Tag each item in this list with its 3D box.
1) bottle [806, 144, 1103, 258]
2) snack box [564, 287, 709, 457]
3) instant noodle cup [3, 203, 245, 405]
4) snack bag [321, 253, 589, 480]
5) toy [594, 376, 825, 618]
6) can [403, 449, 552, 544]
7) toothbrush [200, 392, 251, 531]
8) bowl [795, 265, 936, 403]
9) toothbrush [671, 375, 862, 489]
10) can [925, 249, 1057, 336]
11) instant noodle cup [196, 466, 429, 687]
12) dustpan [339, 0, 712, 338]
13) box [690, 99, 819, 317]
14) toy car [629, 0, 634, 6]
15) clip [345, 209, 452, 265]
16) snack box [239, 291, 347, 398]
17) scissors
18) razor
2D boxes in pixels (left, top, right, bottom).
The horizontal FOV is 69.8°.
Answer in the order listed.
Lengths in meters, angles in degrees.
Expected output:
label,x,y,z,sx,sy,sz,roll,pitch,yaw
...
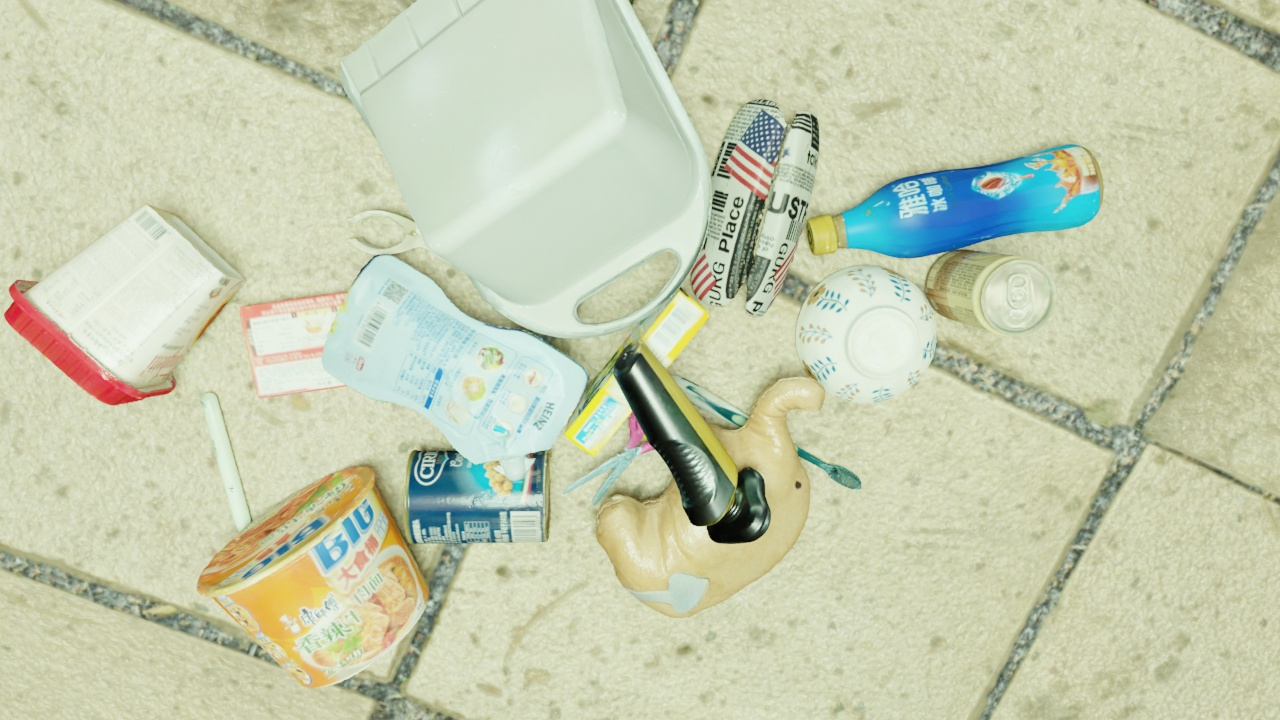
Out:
label,x,y,z,sx,sy,sz,roll,pitch,yaw
bottle,0.239,-0.116,0.713,0.218,0.065,0.065,-12,100,0
snack box,-0.004,0.004,0.716,0.034,0.087,0.140,40,96,-8
instant noodle cup,-0.376,-0.045,0.689,0.116,0.116,0.124,45,84,-9
snack bag,-0.142,0.008,0.694,0.191,0.039,0.110,30,93,4
toy,0.074,0.111,0.741,0.226,0.082,0.143,-44,112,3
can,-0.127,0.109,0.736,0.111,0.075,0.075,0,100,-2
toothbrush,-0.337,0.119,0.760,0.020,0.029,0.189,-17,102,-42
bowl,0.186,-0.017,0.731,0.113,0.062,0.113,-1,100,-3
toothbrush,0.104,0.061,0.764,0.191,0.018,0.016,29,98,-7
can,0.263,-0.053,0.699,0.058,0.116,0.058,0,100,-2
instant noodle cup,-0.244,0.171,0.714,0.151,0.151,0.111,-28,107,3
dustpan,-0.070,-0.154,0.672,0.223,0.142,0.257,-30,62,18
box,0.083,-0.120,0.716,0.088,0.076,0.163,19,103,17
toy car,-0.020,-0.250,0.693,0.036,0.043,0.091,-5,98,-4
clip,-0.179,-0.098,0.722,0.100,0.034,0.072,2,99,-11
snack box,-0.236,-0.018,0.736,0.153,0.025,0.075,-8,99,-1
scissors,-0.001,0.075,0.751,0.113,0.017,0.135,5,130,-40
razor,0.036,0.059,0.666,0.067,0.062,0.167,-41,103,-35
